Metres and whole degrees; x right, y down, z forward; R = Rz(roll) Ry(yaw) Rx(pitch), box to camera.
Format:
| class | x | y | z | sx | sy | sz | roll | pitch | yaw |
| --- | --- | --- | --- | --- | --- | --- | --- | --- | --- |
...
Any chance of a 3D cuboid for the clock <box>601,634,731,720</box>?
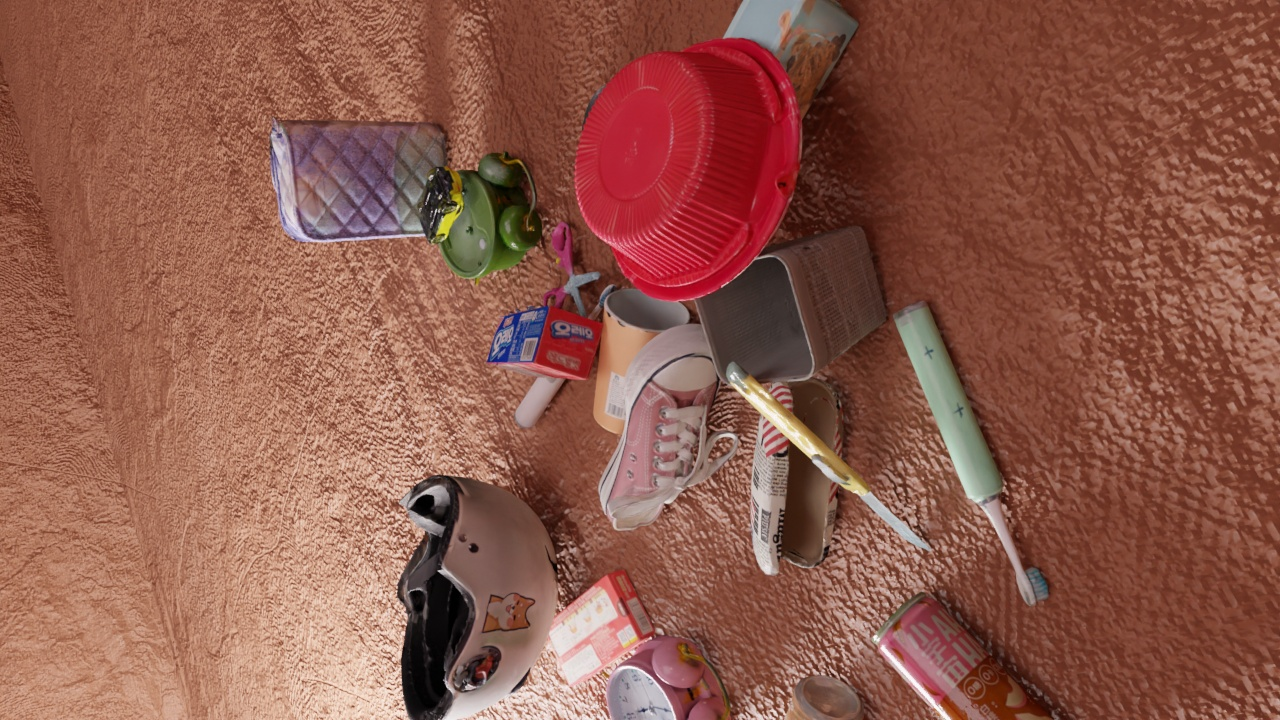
| class | x | y | z | sx | sy | sz | roll | pitch | yaw |
| --- | --- | --- | --- | --- | --- | --- | --- | --- | --- |
| clock | 0.031 | 0.329 | 0.890 | 0.159 | 0.059 | 0.117 | -36 | 73 | 42 |

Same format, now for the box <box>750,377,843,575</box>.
| class | x | y | z | sx | sy | sz | roll | pitch | yaw |
| --- | --- | --- | --- | --- | --- | --- | --- | --- | --- |
| box | 0.110 | 0.094 | 0.740 | 0.075 | 0.083 | 0.163 | 24 | 117 | 49 |

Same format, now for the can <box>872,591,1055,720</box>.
| class | x | y | z | sx | sy | sz | roll | pitch | yaw |
| --- | --- | --- | --- | --- | --- | --- | --- | --- | --- |
| can | 0.237 | 0.238 | 0.654 | 0.147 | 0.057 | 0.058 | 46 | 128 | 30 |

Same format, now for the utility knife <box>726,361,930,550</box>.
| class | x | y | z | sx | sy | sz | roll | pitch | yaw |
| --- | --- | --- | --- | --- | --- | --- | --- | --- | --- |
| utility knife | 0.139 | 0.072 | 0.670 | 0.220 | 0.022 | 0.031 | 37 | 163 | -17 |

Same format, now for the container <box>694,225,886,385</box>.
| class | x | y | z | sx | sy | sz | roll | pitch | yaw |
| --- | --- | --- | --- | --- | --- | --- | --- | --- | --- |
| container | 0.114 | -0.044 | 0.675 | 0.090 | 0.114 | 0.090 | -6 | 105 | 47 |

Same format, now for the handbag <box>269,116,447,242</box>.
| class | x | y | z | sx | sy | sz | roll | pitch | yaw |
| --- | --- | --- | --- | --- | --- | --- | --- | --- | --- |
| handbag | -0.318 | -0.205 | 1.045 | 0.076 | 0.193 | 0.134 | 12 | 107 | 47 |

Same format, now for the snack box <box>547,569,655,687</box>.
| class | x | y | z | sx | sy | sz | roll | pitch | yaw |
| --- | --- | --- | --- | --- | --- | --- | --- | --- | --- |
| snack box | -0.048 | 0.290 | 0.990 | 0.153 | 0.025 | 0.075 | -47 | 64 | 41 |

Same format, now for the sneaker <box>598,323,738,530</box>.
| class | x | y | z | sx | sy | sz | roll | pitch | yaw |
| --- | --- | --- | --- | --- | --- | --- | --- | --- | --- |
| sneaker | 0.024 | 0.078 | 0.813 | 0.087 | 0.118 | 0.242 | 62 | 144 | 42 |

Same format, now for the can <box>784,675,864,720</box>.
| class | x | y | z | sx | sy | sz | roll | pitch | yaw |
| --- | --- | --- | --- | --- | --- | --- | --- | --- | --- |
| can | 0.145 | 0.326 | 0.770 | 0.058 | 0.058 | 0.116 | 31 | 119 | 39 |

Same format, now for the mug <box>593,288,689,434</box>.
| class | x | y | z | sx | sy | sz | roll | pitch | yaw |
| --- | --- | --- | --- | --- | --- | --- | --- | --- | --- |
| mug | -0.005 | 0.005 | 0.852 | 0.078 | 0.078 | 0.123 | 37 | 128 | 36 |

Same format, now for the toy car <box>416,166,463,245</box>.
| class | x | y | z | sx | sy | sz | roll | pitch | yaw |
| --- | --- | --- | --- | --- | --- | --- | --- | --- | --- |
| toy car | -0.212 | -0.165 | 0.979 | 0.048 | 0.032 | 0.105 | 65 | 147 | 15 |

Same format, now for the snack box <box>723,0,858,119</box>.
| class | x | y | z | sx | sy | sz | roll | pitch | yaw |
| --- | --- | --- | --- | --- | --- | --- | --- | --- | --- |
| snack box | 0.084 | -0.195 | 0.688 | 0.051 | 0.074 | 0.175 | 44 | 115 | 32 |

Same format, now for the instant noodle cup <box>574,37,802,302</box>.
| class | x | y | z | sx | sy | sz | roll | pitch | yaw |
| --- | --- | --- | --- | --- | --- | --- | --- | --- | --- |
| instant noodle cup | 0.017 | -0.141 | 0.643 | 0.194 | 0.065 | 0.193 | -10 | 76 | 46 |

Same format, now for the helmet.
| class | x | y | z | sx | sy | sz | roll | pitch | yaw |
| --- | --- | --- | --- | --- | --- | --- | --- | --- | --- |
| helmet | -0.174 | 0.261 | 1.014 | 0.230 | 0.156 | 0.274 | 17 | 104 | 63 |

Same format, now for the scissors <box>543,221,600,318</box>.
| class | x | y | z | sx | sy | sz | roll | pitch | yaw |
| --- | --- | --- | --- | --- | --- | --- | --- | --- | --- |
| scissors | -0.073 | -0.075 | 0.929 | 0.131 | 0.017 | 0.133 | -55 | 45 | 44 |

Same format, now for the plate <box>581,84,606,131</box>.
| class | x | y | z | sx | sy | sz | roll | pitch | yaw |
| --- | --- | --- | --- | --- | --- | --- | --- | --- | --- |
| plate | -0.012 | -0.156 | 0.820 | 0.179 | 0.024 | 0.180 | 40 | 141 | 43 |

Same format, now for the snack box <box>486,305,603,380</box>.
| class | x | y | z | sx | sy | sz | roll | pitch | yaw |
| --- | --- | --- | --- | --- | --- | --- | --- | --- | --- |
| snack box | -0.099 | -0.015 | 0.894 | 0.208 | 0.058 | 0.057 | -2 | 72 | 69 |

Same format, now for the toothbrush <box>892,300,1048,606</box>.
| class | x | y | z | sx | sy | sz | roll | pitch | yaw |
| --- | --- | --- | --- | --- | --- | --- | --- | --- | --- |
| toothbrush | 0.232 | 0.064 | 0.645 | 0.026 | 0.027 | 0.224 | 109 | 142 | -78 |

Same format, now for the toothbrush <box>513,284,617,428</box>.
| class | x | y | z | sx | sy | sz | roll | pitch | yaw |
| --- | --- | --- | --- | --- | --- | --- | --- | --- | --- |
| toothbrush | -0.078 | -0.002 | 0.959 | 0.027 | 0.026 | 0.222 | 31 | 129 | -7 |

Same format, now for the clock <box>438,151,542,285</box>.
| class | x | y | z | sx | sy | sz | roll | pitch | yaw |
| --- | --- | --- | --- | --- | --- | --- | --- | --- | --- |
| clock | -0.161 | -0.156 | 0.992 | 0.162 | 0.056 | 0.116 | -31 | 76 | 46 |
